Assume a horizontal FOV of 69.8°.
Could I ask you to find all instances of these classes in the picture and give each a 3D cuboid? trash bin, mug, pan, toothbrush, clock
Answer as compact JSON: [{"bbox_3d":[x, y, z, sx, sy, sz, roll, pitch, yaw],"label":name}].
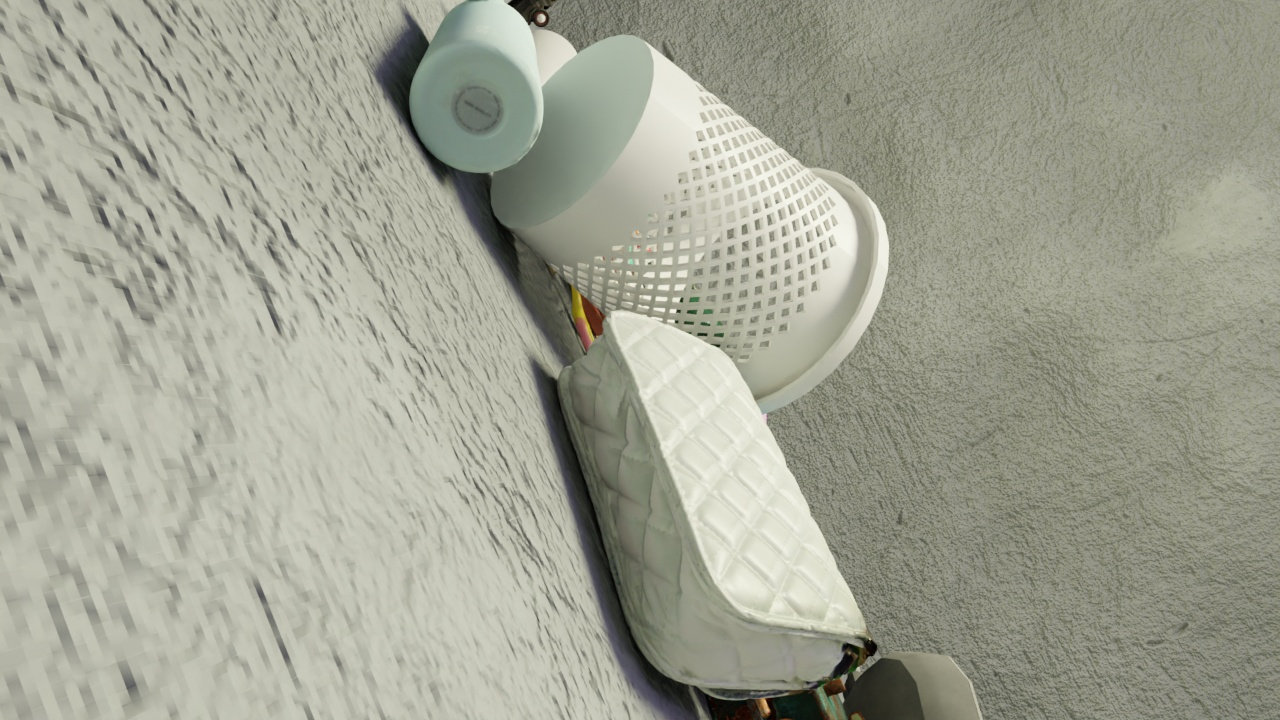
[{"bbox_3d":[0.023,-0.090,0.593,0.199,0.196,0.195,33,25,-38],"label":"trash bin"},{"bbox_3d":[-0.082,-0.228,0.807,0.107,0.071,0.089,47,27,-23],"label":"mug"},{"bbox_3d":[0.153,0.240,0.652,0.356,0.041,0.179,-83,-170,-73],"label":"pan"},{"bbox_3d":[-0.039,-0.023,0.655,0.021,0.016,0.135,44,23,-79],"label":"toothbrush"},{"bbox_3d":[0.083,0.195,0.519,0.121,0.073,0.157,68,7,29],"label":"clock"}]

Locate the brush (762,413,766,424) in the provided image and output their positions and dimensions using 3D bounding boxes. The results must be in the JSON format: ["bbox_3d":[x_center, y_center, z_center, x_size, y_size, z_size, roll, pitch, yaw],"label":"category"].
[{"bbox_3d":[0.126,0.148,0.859,0.089,0.043,0.228,32,54,-61],"label":"brush"}]

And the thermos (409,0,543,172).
[{"bbox_3d":[-0.092,-0.168,0.531,0.206,0.065,0.078,-105,-165,-62],"label":"thermos"}]

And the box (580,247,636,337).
[{"bbox_3d":[-0.053,-0.098,0.728,0.048,0.085,0.187,-28,96,-47],"label":"box"}]

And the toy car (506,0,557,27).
[{"bbox_3d":[-0.110,-0.285,0.767,0.037,0.092,0.040,49,13,-31],"label":"toy car"}]

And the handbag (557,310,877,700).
[{"bbox_3d":[0.032,0.073,0.477,0.138,0.073,0.194,22,35,-40],"label":"handbag"}]

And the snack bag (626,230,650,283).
[{"bbox_3d":[-0.027,-0.145,0.997,0.082,0.082,0.176,53,14,-64],"label":"snack bag"}]

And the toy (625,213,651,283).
[{"bbox_3d":[-0.022,-0.116,0.832,0.193,0.072,0.131,-81,169,-55],"label":"toy"}]

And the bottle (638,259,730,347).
[{"bbox_3d":[0.022,-0.051,0.842,0.061,0.061,0.131,34,19,-48],"label":"bottle"}]
